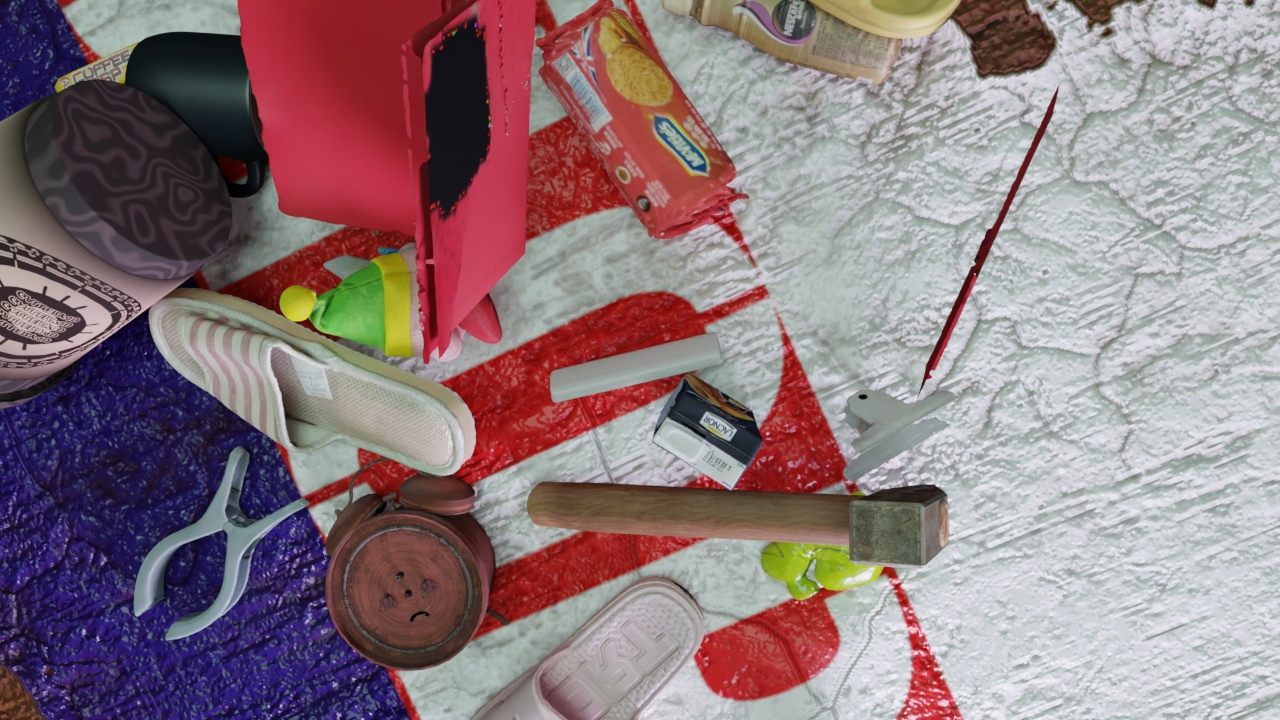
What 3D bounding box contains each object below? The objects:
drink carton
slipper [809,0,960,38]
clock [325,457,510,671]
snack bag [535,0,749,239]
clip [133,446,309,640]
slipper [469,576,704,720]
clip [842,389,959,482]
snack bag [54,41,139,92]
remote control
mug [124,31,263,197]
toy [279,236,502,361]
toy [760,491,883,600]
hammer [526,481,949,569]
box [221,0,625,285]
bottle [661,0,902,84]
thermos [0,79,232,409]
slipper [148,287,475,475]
[{"bbox_3d":[0.047,0.045,0.634,0.064,0.130,0.040,31,96,1],"label":"drink carton"},{"bbox_3d":[0.103,-0.312,0.597,0.263,0.079,0.099,35,61,11],"label":"slipper"},{"bbox_3d":[-0.172,0.149,0.692,0.120,0.072,0.157,-22,94,6],"label":"clock"},{"bbox_3d":[-0.003,-0.166,0.648,0.082,0.082,0.176,-35,91,7],"label":"snack bag"},{"bbox_3d":[-0.325,0.162,0.730,0.112,0.028,0.163,37,98,-1],"label":"clip"},{"bbox_3d":[-0.047,0.265,0.698,0.239,0.064,0.094,-44,91,6],"label":"slipper"},{"bbox_3d":[0.177,0.041,0.657,0.101,0.056,0.056,-23,80,-26],"label":"clip"},{"bbox_3d":[-0.403,-0.219,0.703,0.099,0.020,0.026,-20,92,6],"label":"snack bag"},{"bbox_3d":[-0.004,0.004,0.683,0.131,0.033,0.012,-13,124,6],"label":"remote control"},{"bbox_3d":[-0.307,-0.177,0.674,0.094,0.085,0.122,6,125,5],"label":"mug"},{"bbox_3d":[-0.177,-0.050,0.655,0.131,0.097,0.124,-21,58,1],"label":"toy"},{"bbox_3d":[0.141,0.137,0.684,0.093,0.036,0.094,19,95,11],"label":"toy"},{"bbox_3d":[0.056,0.105,0.637,0.301,0.157,0.037,-2,86,26],"label":"hammer"},{"bbox_3d":[-0.133,-0.251,0.661,0.198,0.350,0.217,11,136,3],"label":"box"},{"bbox_3d":[0.098,-0.240,0.638,0.166,0.059,0.059,15,96,4],"label":"bottle"},{"bbox_3d":[-0.409,-0.078,0.622,0.227,0.172,0.172,-24,93,20],"label":"thermos"},{"bbox_3d":[-0.246,0.021,0.663,0.263,0.052,0.115,19,133,9],"label":"slipper"}]
